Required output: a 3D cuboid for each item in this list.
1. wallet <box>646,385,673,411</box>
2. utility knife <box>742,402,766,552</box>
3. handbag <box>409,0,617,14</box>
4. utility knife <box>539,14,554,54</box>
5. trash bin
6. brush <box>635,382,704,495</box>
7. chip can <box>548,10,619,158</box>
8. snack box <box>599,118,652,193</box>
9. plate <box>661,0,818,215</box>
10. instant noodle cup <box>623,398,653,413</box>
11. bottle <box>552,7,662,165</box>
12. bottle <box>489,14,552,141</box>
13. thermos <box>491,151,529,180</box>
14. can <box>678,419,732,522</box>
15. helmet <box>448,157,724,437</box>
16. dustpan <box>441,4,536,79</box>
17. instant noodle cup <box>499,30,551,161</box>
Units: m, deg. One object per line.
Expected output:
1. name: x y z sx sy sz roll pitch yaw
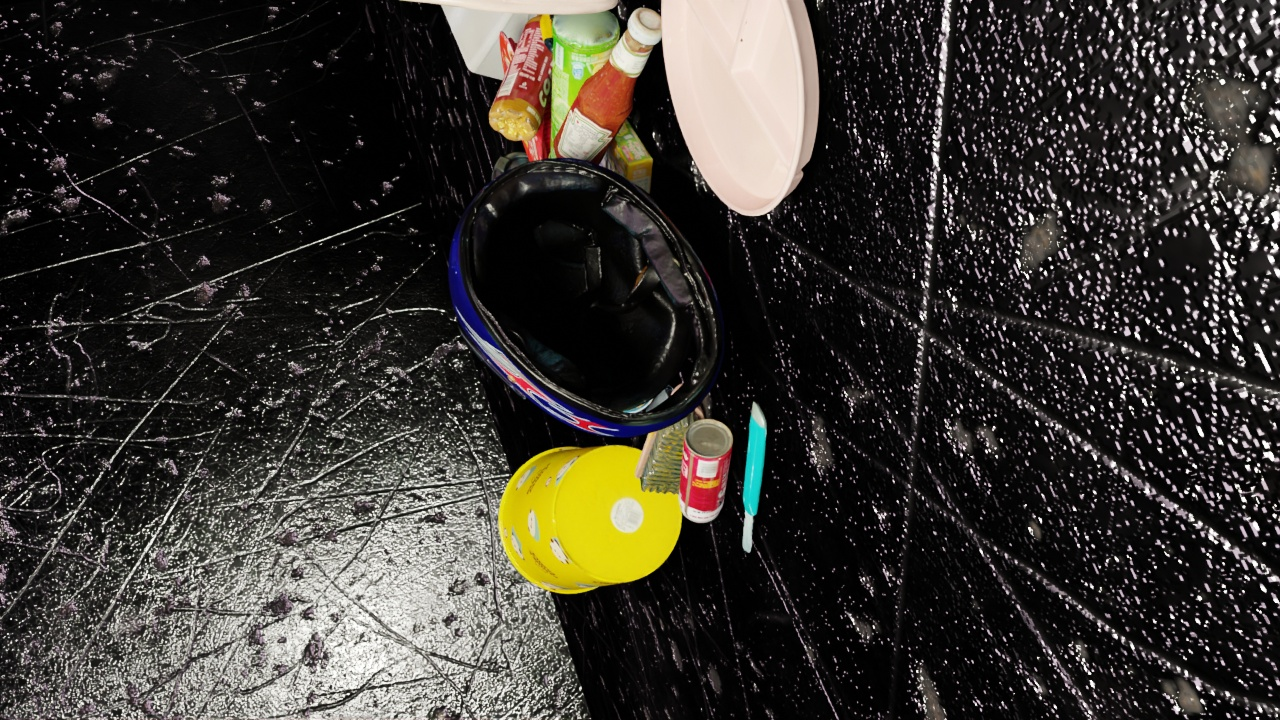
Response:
1. wallet: 0.044 0.100 1.171 0.097 0.019 0.120 123 127 -68
2. utility knife: 0.118 0.130 0.963 0.029 0.013 0.218 -126 27 -44
3. handbag: -0.155 -0.399 0.930 0.193 0.234 0.093 -128 24 -51
4. utility knife: -0.102 -0.412 1.051 0.015 0.033 0.171 87 175 -58
5. trash bin: -0.070 0.226 1.337 0.256 0.229 0.229 -31 76 68
6. brush: 0.037 0.094 1.091 0.072 0.063 0.146 -90 11 -46
7. chip can: -0.066 -0.296 1.036 0.222 0.072 0.072 101 148 -59
8. snack box: -0.020 -0.200 1.053 0.141 0.033 0.087 92 155 -52
9. plate: 0.075 -0.228 0.718 0.230 0.028 0.229 162 90 -73
10. instant noodle cup: -0.007 0.007 1.123 0.099 0.099 0.110 70 155 11
11. bottle: -0.032 -0.270 0.927 0.207 0.059 0.059 -47 60 55
12. bottle: -0.121 -0.340 1.060 0.058 0.057 0.174 124 164 -70
13. thermos: -0.182 -0.259 1.438 0.143 0.093 0.093 98 152 -70
14. can: 0.072 0.127 1.038 0.133 0.053 0.053 91 156 -48
15. helmet: -0.051 -0.056 0.958 0.315 0.247 0.240 49 175 9
16. dustpan: -0.182 -0.511 1.314 0.259 0.142 0.222 -45 59 39
17. instant noodle cup: -0.126 -0.331 1.183 0.194 0.066 0.194 163 91 -82
